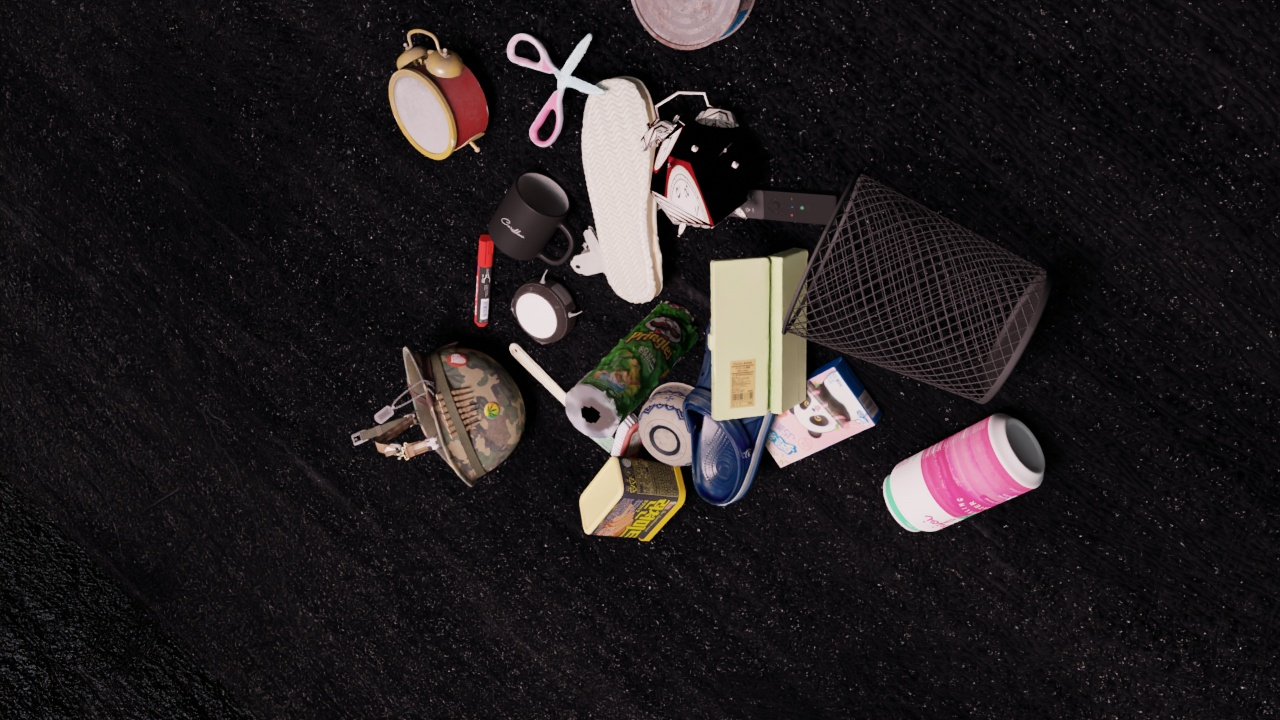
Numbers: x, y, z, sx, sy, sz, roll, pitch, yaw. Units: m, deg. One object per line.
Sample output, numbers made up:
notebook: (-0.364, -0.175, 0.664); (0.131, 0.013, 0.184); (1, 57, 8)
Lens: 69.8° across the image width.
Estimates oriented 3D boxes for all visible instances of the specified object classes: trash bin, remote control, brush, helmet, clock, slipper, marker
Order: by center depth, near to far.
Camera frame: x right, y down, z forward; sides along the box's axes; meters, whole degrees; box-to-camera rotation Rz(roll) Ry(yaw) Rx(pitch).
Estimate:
trash bin: (0.278, -0.065, 0.924); (0.210, 0.183, 0.184); (26, 128, 11)
clock: (0.061, -0.222, 1.009); (0.115, 0.065, 0.154); (-15, 94, 2)
remote control: (0.151, -0.177, 1.040); (0.150, 0.013, 0.034); (10, 122, 28)
slipper: (-0.011, -0.201, 1.106); (0.115, 0.053, 0.273); (12, 118, 31)
slipper: (0.105, 0.066, 1.128); (0.105, 0.095, 0.253); (22, 113, 43)
clock: (-0.252, -0.341, 1.161); (0.117, 0.081, 0.159); (20, 136, 36)
clock: (-0.137, -0.066, 1.275); (0.091, 0.043, 0.123); (50, 131, -2)
marker: (-0.226, -0.112, 1.319); (0.021, 0.023, 0.145); (20, 126, 13)
brush: (-0.026, 0.145, 1.336); (0.030, 0.040, 0.173); (41, 136, 29)
helmet: (-0.293, 0.082, 1.342); (0.224, 0.236, 0.193); (55, 166, -20)
brush: (-0.116, 0.052, 1.353); (0.217, 0.012, 0.033); (44, 131, 5)

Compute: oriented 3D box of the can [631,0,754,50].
can: (0.054, -0.394, 0.954); (0.130, 0.044, 0.130); (16, 124, 25)

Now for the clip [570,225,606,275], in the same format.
clip: (-0.059, -0.134, 1.187); (0.054, 0.040, 0.102); (1, 137, 36)

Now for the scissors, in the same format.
scissors: (-0.108, -0.340, 1.091); (0.168, 0.014, 0.171); (57, 140, 10)

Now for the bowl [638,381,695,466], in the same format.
bowl: (0.047, 0.093, 1.238); (0.116, 0.059, 0.116); (16, 124, 25)

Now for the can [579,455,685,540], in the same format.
can: (-0.014, 0.195, 1.297); (0.101, 0.072, 0.131); (10, 137, -27)

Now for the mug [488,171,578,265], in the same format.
mug: (-0.131, -0.174, 1.185); (0.113, 0.078, 0.088); (42, 131, 0)

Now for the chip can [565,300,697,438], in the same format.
chip can: (-0.007, 0.008, 1.114); (0.075, 0.222, 0.076); (16, 126, 22)

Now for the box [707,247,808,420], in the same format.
box: (0.141, -0.028, 1.041); (0.048, 0.140, 0.188); (26, 121, 58)

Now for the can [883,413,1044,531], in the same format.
can: (0.362, 0.130, 1.034); (0.088, 0.088, 0.166); (50, 131, -2)

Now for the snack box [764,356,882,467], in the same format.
snack box: (0.209, 0.066, 1.133); (0.155, 0.033, 0.088); (-33, 94, 41)
